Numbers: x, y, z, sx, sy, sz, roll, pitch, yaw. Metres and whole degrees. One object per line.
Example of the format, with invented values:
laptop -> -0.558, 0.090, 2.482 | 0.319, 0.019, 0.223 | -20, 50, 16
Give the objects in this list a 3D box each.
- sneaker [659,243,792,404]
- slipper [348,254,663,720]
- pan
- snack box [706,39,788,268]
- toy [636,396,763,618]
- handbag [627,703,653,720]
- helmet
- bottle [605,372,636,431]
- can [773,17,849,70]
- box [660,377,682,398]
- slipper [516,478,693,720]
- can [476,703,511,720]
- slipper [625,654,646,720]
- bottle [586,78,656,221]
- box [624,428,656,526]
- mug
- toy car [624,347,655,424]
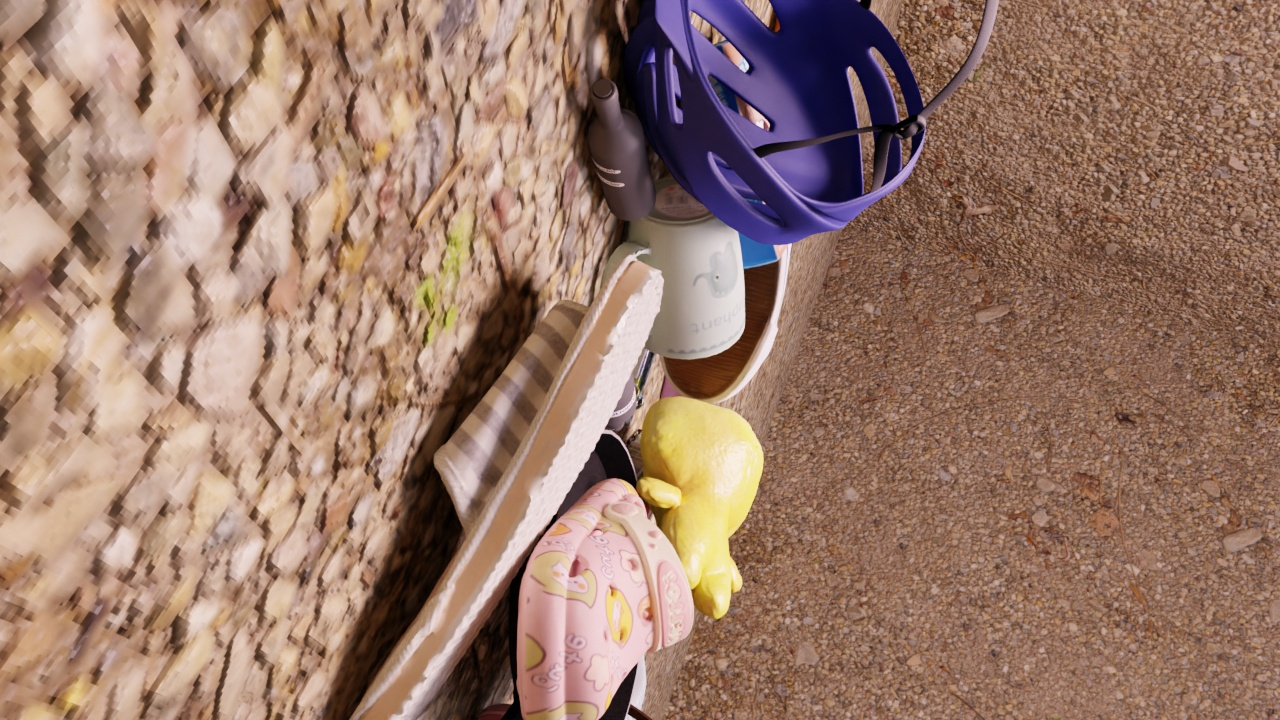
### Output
sneaker -> 0.092, -0.108, 0.791 | 0.127, 0.121, 0.295 | -7, 113, -63
slipper -> -0.069, 0.067, 0.454 | 0.272, 0.054, 0.114 | -61, 168, -8
pan -> -0.053, 0.172, 0.567 | 0.355, 0.034, 0.225 | -36, 124, -72
snack box -> 0.075, -0.151, 0.657 | 0.087, 0.034, 0.151 | -51, 127, -60
toy -> 0.047, 0.106, 0.729 | 0.134, 0.092, 0.207 | 56, 29, -31
handbag -> -0.032, 0.338, 0.739 | 0.138, 0.166, 0.063 | -38, 149, -40
helmet -> 0.109, -0.157, 0.497 | 0.241, 0.228, 0.147 | 17, 68, -43
bottle -> -0.022, 0.020, 0.629 | 0.110, 0.036, 0.036 | 85, 26, -62
can -> 0.162, -0.279, 0.899 | 0.078, 0.079, 0.143 | -57, 161, -49
box -> 0.057, -0.014, 0.929 | 0.076, 0.036, 0.215 | -51, 156, -60
slipper -> -0.010, 0.125, 0.507 | 0.197, 0.081, 0.093 | -57, 146, -70
can -> -0.095, 0.282, 0.618 | 0.076, 0.067, 0.067 | -57, 161, -48
slipper -> -0.041, 0.323, 0.924 | 0.245, 0.074, 0.104 | -87, -167, -74
bottle -> -0.012, -0.113, 0.491 | 0.113, 0.030, 0.030 | 69, 41, -71
box -> -0.017, 0.174, 0.853 | 0.117, 0.050, 0.206 | -42, 149, -65
mug -> 0.018, -0.058, 0.615 | 0.111, 0.084, 0.104 | -34, 139, -28
toy car -> -0.004, 0.004, 0.704 | 0.039, 0.027, 0.089 | 74, 34, -75
